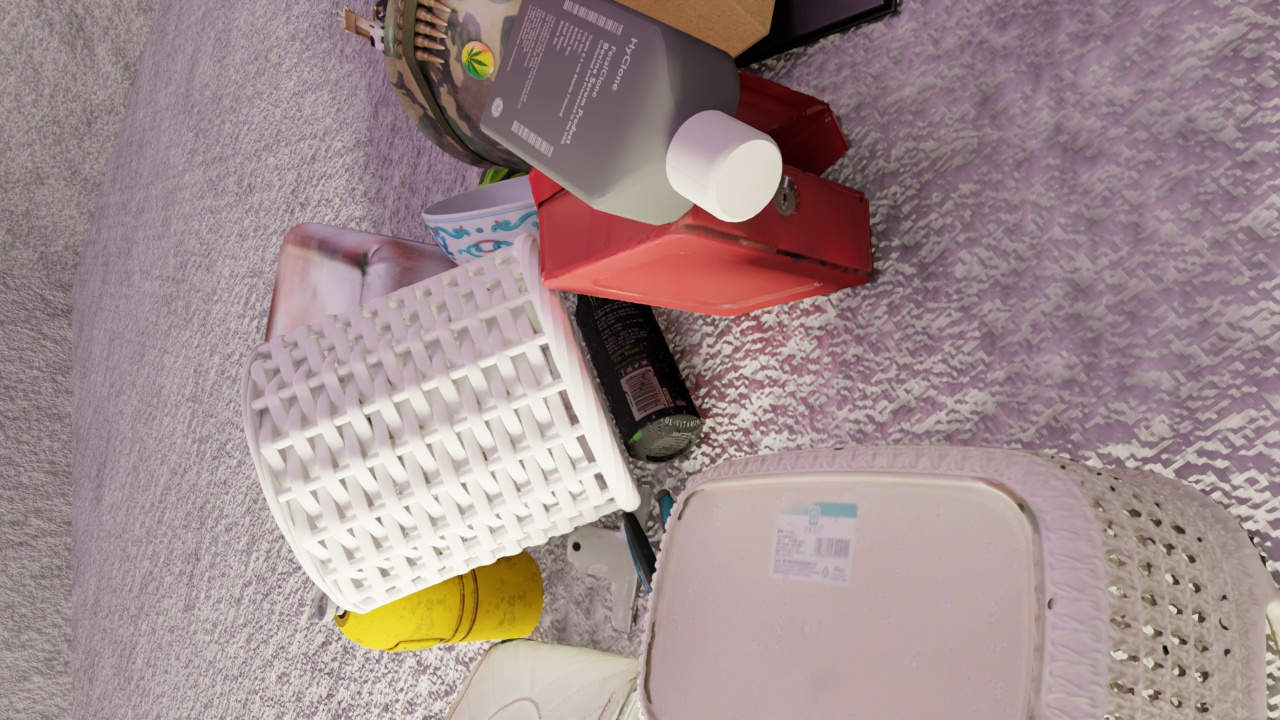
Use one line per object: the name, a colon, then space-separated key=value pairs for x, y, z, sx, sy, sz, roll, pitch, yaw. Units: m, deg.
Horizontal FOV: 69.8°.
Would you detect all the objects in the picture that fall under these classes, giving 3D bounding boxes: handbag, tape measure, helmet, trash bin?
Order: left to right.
trash bin: x=-0.217 y=-0.020 z=0.805 sx=0.260 sy=0.157 sz=0.181 roll=18 pitch=97 yaw=50
tape measure: x=-0.110 y=-0.134 z=0.772 sx=0.036 sy=0.058 sz=0.065 roll=-4 pitch=81 yaw=54
helmet: x=-0.095 y=-0.251 z=0.669 sx=0.237 sy=0.192 sz=0.224 roll=15 pitch=123 yaw=41
handbag: x=-0.051 y=0.253 z=0.584 sx=0.199 sy=0.096 sz=0.141 roll=-19 pitch=52 yaw=54

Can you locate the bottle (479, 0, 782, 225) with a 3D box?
bottle: x=-0.005 y=-0.110 z=0.408 sx=0.174 sy=0.046 sz=0.084 roll=42 pitch=116 yaw=44

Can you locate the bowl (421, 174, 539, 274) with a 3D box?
bowl: x=-0.083 y=-0.093 z=0.689 sx=0.144 sy=0.143 sz=0.074 roll=12 pitch=121 yaw=51

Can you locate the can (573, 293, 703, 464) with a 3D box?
can: x=-0.004 y=0.004 z=0.621 sx=0.054 sy=0.053 sz=0.137 roll=-48 pitch=49 yaw=34

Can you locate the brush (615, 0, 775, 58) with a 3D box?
brush: x=-0.034 y=-0.294 z=0.532 sx=0.075 sy=0.249 sz=0.194 roll=-22 pitch=62 yaw=49

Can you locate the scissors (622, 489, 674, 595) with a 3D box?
scissors: x=0.021 y=0.154 z=0.589 sx=0.151 sy=0.019 sz=0.130 roll=25 pitch=108 yaw=45

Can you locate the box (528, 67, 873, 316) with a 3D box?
box: x=0.035 y=-0.079 z=0.514 sx=0.136 sy=0.157 sz=0.117 roll=-33 pitch=64 yaw=44

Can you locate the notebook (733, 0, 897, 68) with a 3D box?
notebook: x=0.103 y=-0.311 z=0.580 sx=0.169 sy=0.019 sz=0.231 roll=-1 pitch=83 yaw=52

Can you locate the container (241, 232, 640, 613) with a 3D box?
container: x=-0.120 y=0.040 z=0.588 sx=0.187 sy=0.189 sz=0.189 roll=-22 pitch=57 yaw=-2

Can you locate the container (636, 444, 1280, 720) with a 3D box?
container: x=0.115 y=0.121 z=0.387 sx=0.252 sy=0.143 sz=0.184 roll=-9 pitch=62 yaw=49

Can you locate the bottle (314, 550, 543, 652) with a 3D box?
bottle: x=-0.160 y=0.180 z=0.691 sx=0.071 sy=0.163 sz=0.071 roll=-13 pitch=74 yaw=49

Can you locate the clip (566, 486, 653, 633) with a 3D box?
clip: x=-0.023 y=0.134 z=0.641 sx=0.054 sy=0.040 sz=0.101 roll=8 pitch=89 yaw=38
